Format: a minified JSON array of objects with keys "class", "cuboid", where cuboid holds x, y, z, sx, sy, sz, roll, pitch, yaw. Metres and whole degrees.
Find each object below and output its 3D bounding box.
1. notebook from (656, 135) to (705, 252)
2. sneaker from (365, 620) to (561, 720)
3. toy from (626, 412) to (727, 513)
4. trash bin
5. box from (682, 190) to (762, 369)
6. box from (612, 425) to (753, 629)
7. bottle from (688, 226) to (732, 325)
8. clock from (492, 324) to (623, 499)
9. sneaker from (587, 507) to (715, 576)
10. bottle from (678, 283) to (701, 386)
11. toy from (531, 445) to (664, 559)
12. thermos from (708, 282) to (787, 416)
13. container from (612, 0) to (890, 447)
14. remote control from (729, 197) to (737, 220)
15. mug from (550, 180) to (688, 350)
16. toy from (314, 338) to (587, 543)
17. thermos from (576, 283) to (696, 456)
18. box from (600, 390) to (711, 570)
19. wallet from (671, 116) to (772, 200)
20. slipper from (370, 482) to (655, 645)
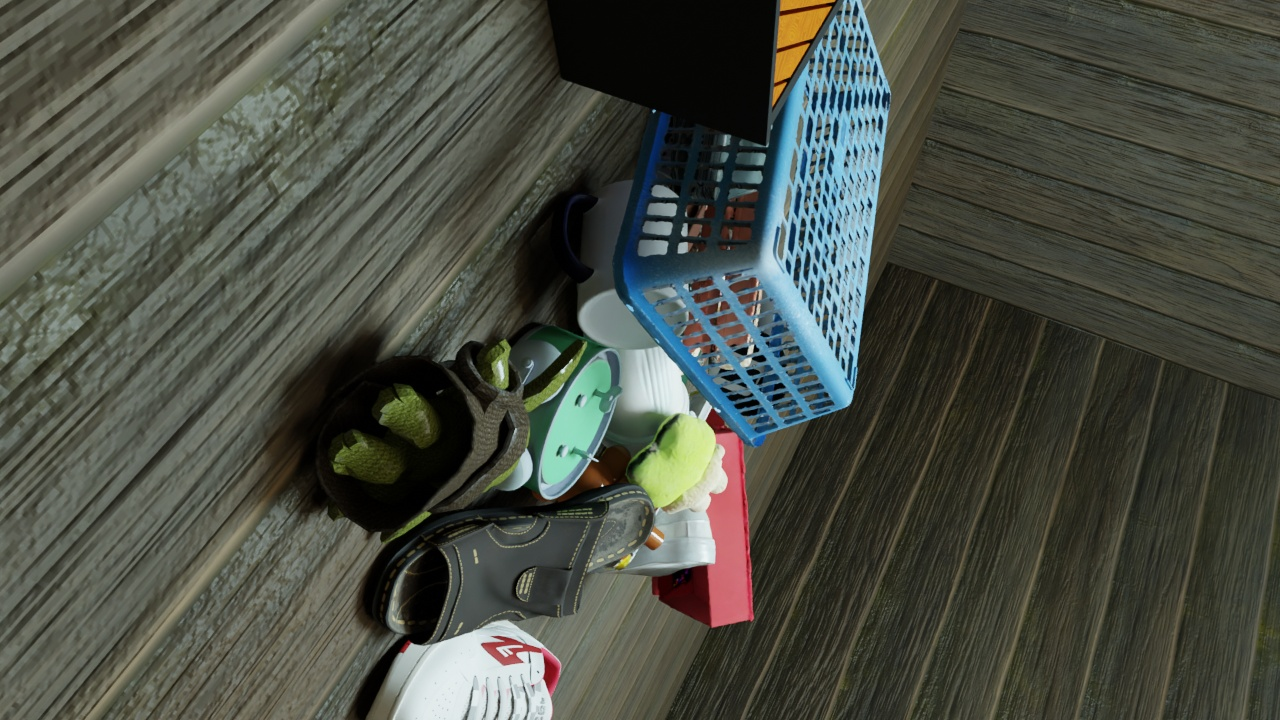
[{"class":"notebook","cuboid":[0.063,-0.197,0.880,0.208,0.022,0.172,-62,164,-19]},{"class":"sneaker","cuboid":[-0.126,0.272,0.757,0.090,0.104,0.236,-65,163,-7]},{"class":"toy","cuboid":[0.038,0.099,0.823,0.092,0.046,0.115,-51,135,-5]},{"class":"trash bin","cuboid":[0.047,-0.254,0.536,0.171,0.140,0.140,-60,162,-24]},{"class":"box","cuboid":[0.080,-0.078,0.865,0.042,0.083,0.186,51,48,-63]},{"class":"box","cuboid":[0.060,0.177,1.020,0.164,0.153,0.214,-3,90,-69]},{"class":"bottle","cuboid":[0.074,-0.095,0.986,0.056,0.056,0.105,-24,134,-67]},{"class":"clock","cuboid":[-0.070,0.040,0.674,0.122,0.075,0.161,-69,163,8]},{"class":"sneaker","cuboid":[0.005,0.182,0.987,0.243,0.089,0.090,147,-54,-59]},{"class":"bottle","cuboid":[0.034,-0.028,0.922,0.131,0.061,0.061,-66,163,12]},{"class":"toy","cuboid":[-0.032,0.127,0.829,0.094,0.127,0.065,-55,-155,-16]},{"class":"thermos","cuboid":[0.119,-0.028,1.041,0.240,0.082,0.082,-78,-177,-65]},{"class":"container","cuboid":[0.109,-0.145,0.683,0.257,0.089,0.361,47,50,-51]},{"class":"remote control","cuboid":[0.113,-0.181,1.043,0.136,0.032,0.015,-62,152,-18]},{"class":"mug","cuboid":[-0.017,-0.075,0.660,0.079,0.111,0.096,-30,-134,40]},{"class":"toy","cuboid":[-0.116,0.043,0.523,0.179,0.078,0.152,-44,170,7]},{"class":"thermos","cuboid":[-0.005,0.005,0.806,0.099,0.099,0.221,-58,158,-30]},{"class":"box","cuboid":[-0.004,0.115,0.935,0.036,0.130,0.209,43,64,-26]},{"class":"wallet","cuboid":[0.077,-0.190,0.791,0.131,0.054,0.100,-24,131,-54]},{"class":"slipper","cuboid":[-0.077,0.155,0.694,0.267,0.076,0.113,-6,121,-45]}]
